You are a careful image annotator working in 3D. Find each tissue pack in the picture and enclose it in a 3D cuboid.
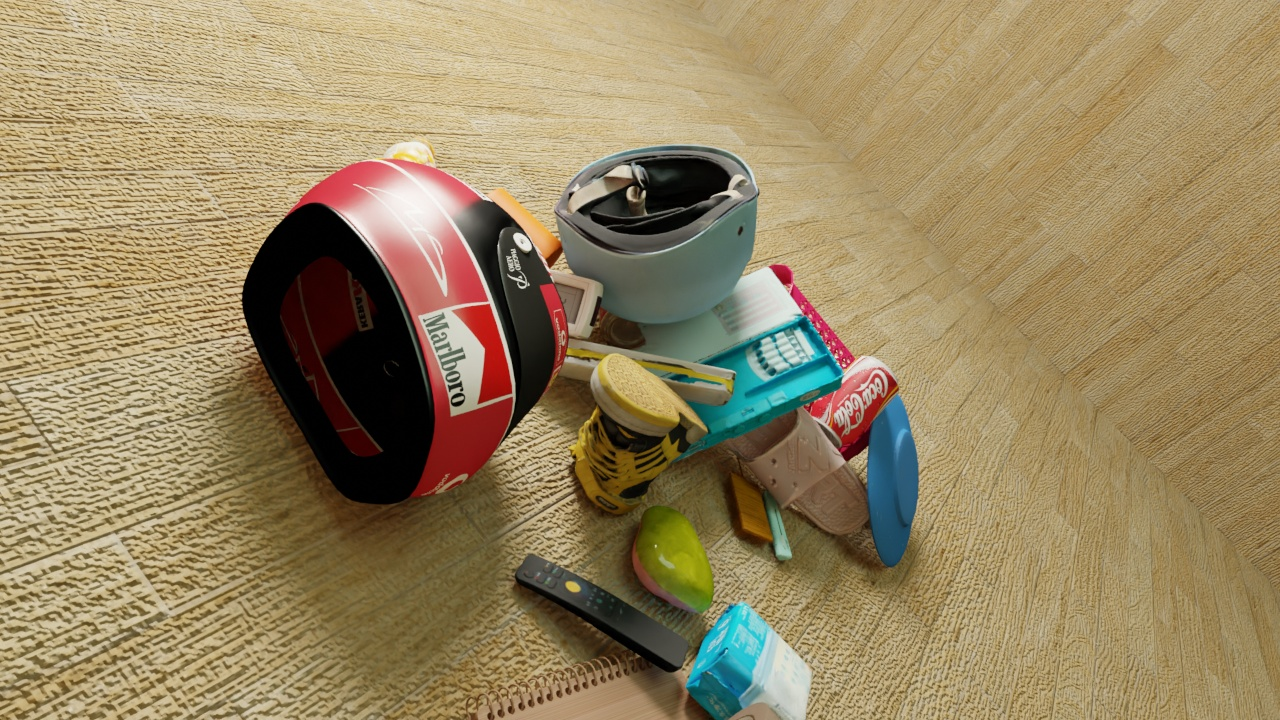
[{"bbox_3d":[0.093,0.270,0.779,0.093,0.062,0.144,45,15,5],"label":"tissue pack"}]

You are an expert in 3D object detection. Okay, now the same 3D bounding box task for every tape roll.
[{"bbox_3d":[0.067,0.289,0.654,0.030,0.094,0.093,47,28,5],"label":"tape roll"}]

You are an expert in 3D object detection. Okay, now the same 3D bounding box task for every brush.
[{"bbox_3d":[0.116,0.152,1.035,0.048,0.017,0.126,27,32,-27],"label":"brush"}]

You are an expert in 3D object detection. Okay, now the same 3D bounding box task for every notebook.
[{"bbox_3d":[-0.013,0.298,0.662,0.210,0.022,0.169,4,47,-50],"label":"notebook"}]

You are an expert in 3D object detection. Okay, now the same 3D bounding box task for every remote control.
[{"bbox_3d":[-0.032,0.204,0.741,0.152,0.020,0.041,30,21,4],"label":"remote control"},{"bbox_3d":[-0.101,-0.065,0.950,0.139,0.060,0.025,16,0,30],"label":"remote control"}]

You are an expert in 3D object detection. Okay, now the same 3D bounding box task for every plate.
[{"bbox_3d":[0.328,0.148,1.161,0.224,0.024,0.224,7,82,-61],"label":"plate"}]

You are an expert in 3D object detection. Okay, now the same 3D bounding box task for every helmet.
[{"bbox_3d":[-0.169,-0.032,0.738,0.224,0.198,0.271,-14,69,-57],"label":"helmet"},{"bbox_3d":[0.019,-0.142,1.024,0.225,0.167,0.264,1,39,8],"label":"helmet"}]

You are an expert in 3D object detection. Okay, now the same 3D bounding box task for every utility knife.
[{"bbox_3d":[0.152,0.183,1.046,0.022,0.015,0.120,29,27,-21],"label":"utility knife"}]

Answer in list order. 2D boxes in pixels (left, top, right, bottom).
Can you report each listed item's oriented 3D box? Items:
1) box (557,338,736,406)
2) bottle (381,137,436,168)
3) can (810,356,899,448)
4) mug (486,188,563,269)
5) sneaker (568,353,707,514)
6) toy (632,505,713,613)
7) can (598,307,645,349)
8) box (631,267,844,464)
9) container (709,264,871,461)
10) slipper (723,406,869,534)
[{"bbox_3d":[-0.005,0.004,0.949,0.210,0.066,0.044,11,76,-1],"label":"box"},{"bbox_3d":[-0.257,-0.212,1.020,0.063,0.063,0.108,33,29,-18],"label":"bottle"},{"bbox_3d":[0.251,0.049,1.087,0.064,0.104,0.064,43,-11,11],"label":"can"},{"bbox_3d":[-0.156,-0.122,1.022,0.096,0.078,0.112,43,56,0],"label":"mug"},{"bbox_3d":[-0.021,0.071,0.831,0.086,0.122,0.238,48,7,20],"label":"sneaker"},{"bbox_3d":[0.030,0.180,0.851,0.090,0.051,0.109,34,26,-21],"label":"toy"},{"bbox_3d":[-0.021,-0.087,1.141,0.067,0.067,0.170,28,31,-26],"label":"can"},{"bbox_3d":[0.084,0.000,1.023,0.039,0.226,0.181,75,-10,-56],"label":"box"},{"bbox_3d":[0.198,0.019,1.181,0.225,0.184,0.182,41,27,-20],"label":"container"},{"bbox_3d":[0.190,0.129,1.056,0.239,0.094,0.064,43,14,-24],"label":"slipper"}]
